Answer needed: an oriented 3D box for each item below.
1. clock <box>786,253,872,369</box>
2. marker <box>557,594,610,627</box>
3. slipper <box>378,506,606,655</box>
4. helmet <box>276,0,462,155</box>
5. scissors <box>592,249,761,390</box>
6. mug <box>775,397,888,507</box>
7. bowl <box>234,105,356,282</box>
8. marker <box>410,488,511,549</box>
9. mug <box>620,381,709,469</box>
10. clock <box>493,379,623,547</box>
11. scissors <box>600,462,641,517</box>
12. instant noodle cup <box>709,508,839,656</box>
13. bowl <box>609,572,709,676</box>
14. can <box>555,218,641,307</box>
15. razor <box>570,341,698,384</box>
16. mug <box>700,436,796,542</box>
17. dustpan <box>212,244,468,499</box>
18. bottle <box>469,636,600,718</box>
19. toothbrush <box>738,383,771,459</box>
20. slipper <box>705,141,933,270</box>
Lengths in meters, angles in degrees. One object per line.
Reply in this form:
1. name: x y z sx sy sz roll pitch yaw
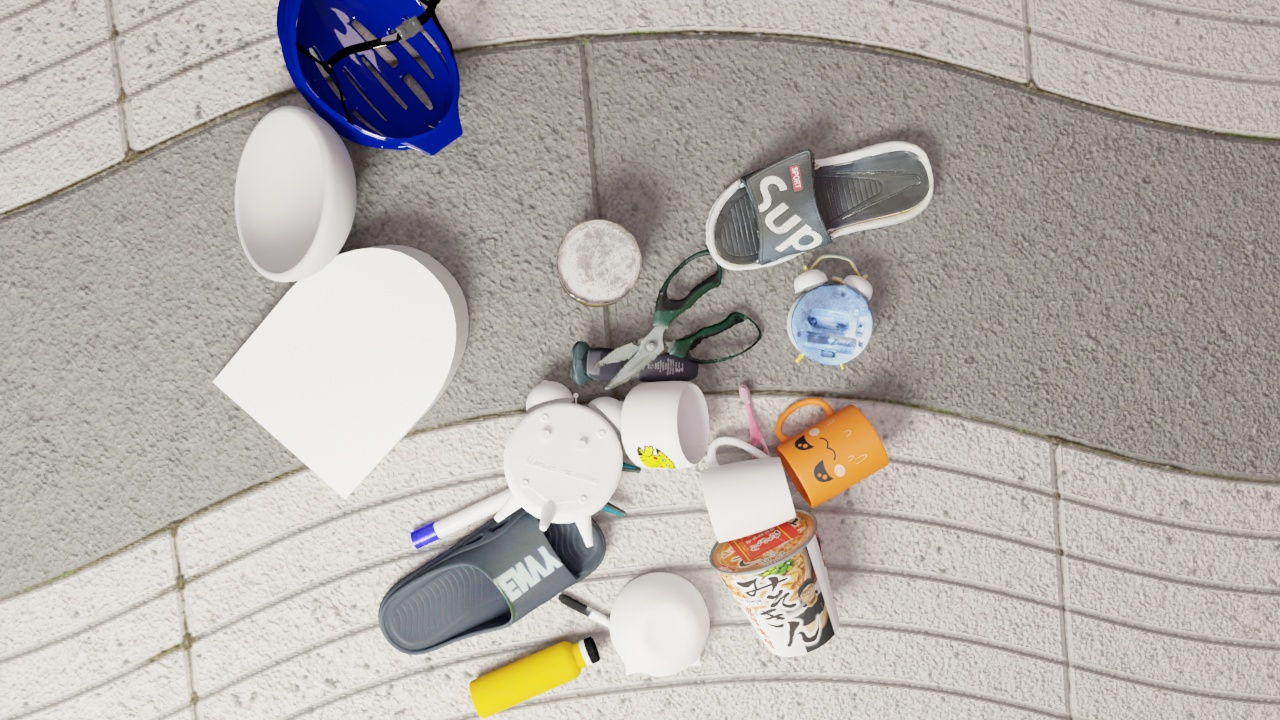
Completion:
1. clock: 0.209 -0.055 1.013 0.089 0.052 0.125 9 93 -3
2. marker: -0.026 0.303 1.041 0.152 0.011 0.011 29 91 -5
3. slipper: -0.167 0.240 0.995 0.268 0.083 0.110 -27 92 0
4. helmet: -0.263 -0.312 0.887 0.147 0.228 0.241 -41 94 -18
5. scissors: 0.046 -0.014 1.001 0.209 0.015 0.137 -45 100 -16
6. mug: 0.202 0.092 1.017 0.096 0.078 0.112 -30 63 -1
7. bowl: -0.345 -0.168 0.949 0.177 0.066 0.176 1 91 38
8. marker: -0.187 0.170 1.021 0.141 0.020 0.020 -25 94 -1
9. mug: 0.030 0.076 0.990 0.068 0.115 0.094 -4 51 27
10. clock: -0.081 0.105 0.977 0.125 0.073 0.160 16 74 -1
11. scissors: -0.068 0.129 1.024 0.126 0.019 0.154 -31 87 -7
12. instant noodle cup: 0.155 0.246 1.001 0.123 0.123 0.122 -25 103 -2
13. bowl: 0.025 0.296 1.015 0.114 0.050 0.114 0 87 -8
14. can: -0.046 -0.103 0.986 0.090 0.074 0.090 0 92 -4
15. razor: -0.006 0.006 1.008 0.143 0.052 0.047 3 87 -8
16. mug: 0.115 0.134 1.005 0.088 0.081 0.114 -15 65 6
17. dustpan: -0.306 -0.008 1.005 0.191 0.053 0.258 43 102 -4
18. bottle: -0.116 0.349 1.022 0.143 0.043 0.043 -23 94 -2
19. toothbrush: 0.132 0.092 1.035 0.022 0.016 0.135 -15 94 11
20. slipper: 0.198 -0.175 1.002 0.263 0.063 0.111 -14 93 -5
